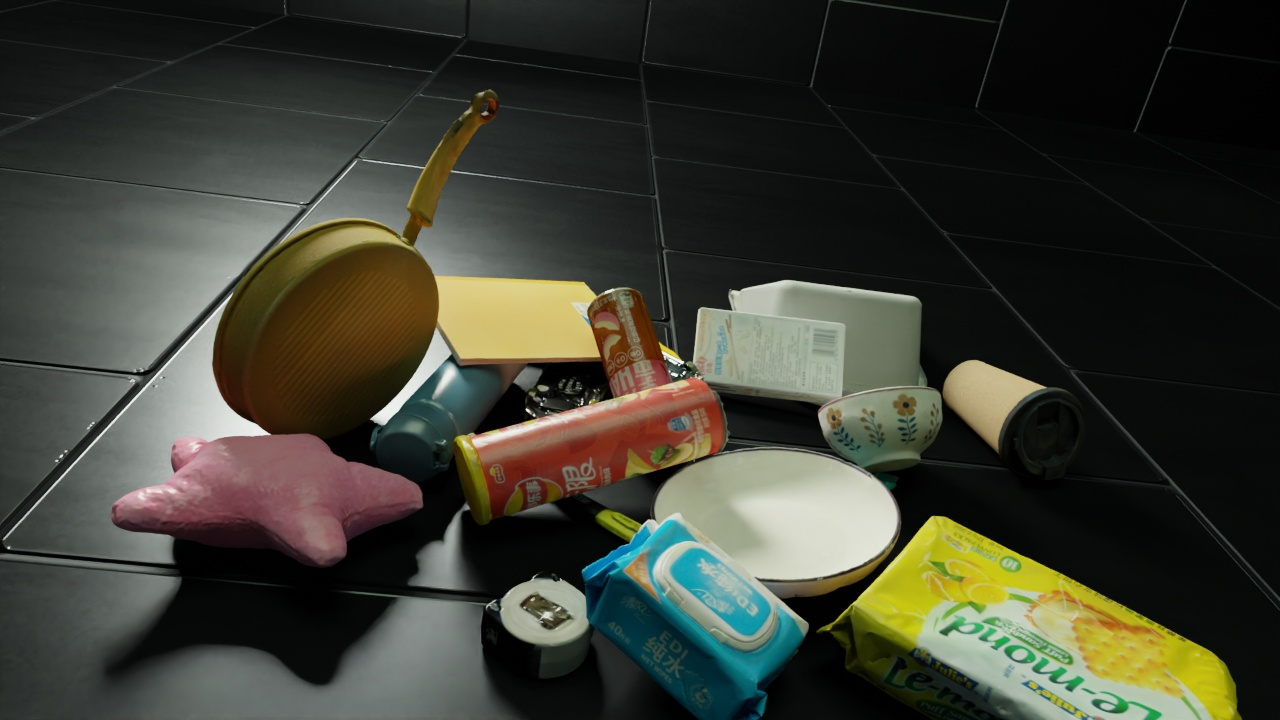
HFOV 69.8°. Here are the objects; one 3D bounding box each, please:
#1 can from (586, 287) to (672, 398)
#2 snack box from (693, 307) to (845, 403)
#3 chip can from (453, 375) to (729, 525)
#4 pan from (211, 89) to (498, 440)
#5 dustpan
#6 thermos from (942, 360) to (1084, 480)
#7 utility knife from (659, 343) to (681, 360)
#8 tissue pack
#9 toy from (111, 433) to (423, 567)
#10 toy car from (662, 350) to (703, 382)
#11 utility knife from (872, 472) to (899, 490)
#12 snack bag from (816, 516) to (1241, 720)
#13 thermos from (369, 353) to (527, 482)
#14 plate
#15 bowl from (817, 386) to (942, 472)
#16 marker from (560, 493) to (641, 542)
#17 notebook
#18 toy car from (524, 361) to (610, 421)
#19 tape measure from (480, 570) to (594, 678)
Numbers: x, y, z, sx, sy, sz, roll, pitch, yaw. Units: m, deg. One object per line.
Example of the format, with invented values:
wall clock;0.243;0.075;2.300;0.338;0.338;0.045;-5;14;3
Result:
can;-0.005;0.005;0.863;0.057;0.058;0.147;-6;62;-26
snack box;0.134;-0.005;0.964;0.157;0.027;0.084;6;68;4
chip can;-0.039;0.071;0.748;0.216;0.073;0.073;-13;34;-21
pan;-0.217;-0.090;0.786;0.078;0.198;0.357;34;77;25
dustpan;0.222;-0.013;1.088;0.222;0.142;0.258;7;-2;-3
thermos;0.373;0.053;0.928;0.093;0.093;0.143;0;20;-17
utility knife;0.007;-0.019;1.027;0.033;0.015;0.173;-8;32;-27
tissue pack;0.036;0.166;0.600;0.140;0.063;0.089;38;33;17
toy;-0.259;0.094;0.676;0.194;0.075;0.178;10;17;-5
toy car;0.015;0.016;0.937;0.054;0.037;0.121;-30;37;-24
utility knife;0.184;0.126;0.806;0.029;0.013;0.159;33;35;33
snack bag;0.262;0.206;0.616;0.247;0.068;0.157;26;31;30
thermos;-0.166;0.032;0.828;0.070;0.070;0.219;13;28;9
plate;0.105;0.130;0.722;0.192;0.039;0.192;-3;23;1
bowl;0.227;0.069;0.853;0.113;0.114;0.062;-1;71;-18
marker;-0.040;0.120;0.749;0.124;0.015;0.018;25;28;31
notebook;-0.111;-0.042;0.911;0.205;0.010;0.146;-2;37;-36
toy car;-0.068;0.031;0.880;0.070;0.042;0.157;11;24;5
tape measure;-0.064;0.177;0.613;0.066;0.034;0.065;25;33;30
